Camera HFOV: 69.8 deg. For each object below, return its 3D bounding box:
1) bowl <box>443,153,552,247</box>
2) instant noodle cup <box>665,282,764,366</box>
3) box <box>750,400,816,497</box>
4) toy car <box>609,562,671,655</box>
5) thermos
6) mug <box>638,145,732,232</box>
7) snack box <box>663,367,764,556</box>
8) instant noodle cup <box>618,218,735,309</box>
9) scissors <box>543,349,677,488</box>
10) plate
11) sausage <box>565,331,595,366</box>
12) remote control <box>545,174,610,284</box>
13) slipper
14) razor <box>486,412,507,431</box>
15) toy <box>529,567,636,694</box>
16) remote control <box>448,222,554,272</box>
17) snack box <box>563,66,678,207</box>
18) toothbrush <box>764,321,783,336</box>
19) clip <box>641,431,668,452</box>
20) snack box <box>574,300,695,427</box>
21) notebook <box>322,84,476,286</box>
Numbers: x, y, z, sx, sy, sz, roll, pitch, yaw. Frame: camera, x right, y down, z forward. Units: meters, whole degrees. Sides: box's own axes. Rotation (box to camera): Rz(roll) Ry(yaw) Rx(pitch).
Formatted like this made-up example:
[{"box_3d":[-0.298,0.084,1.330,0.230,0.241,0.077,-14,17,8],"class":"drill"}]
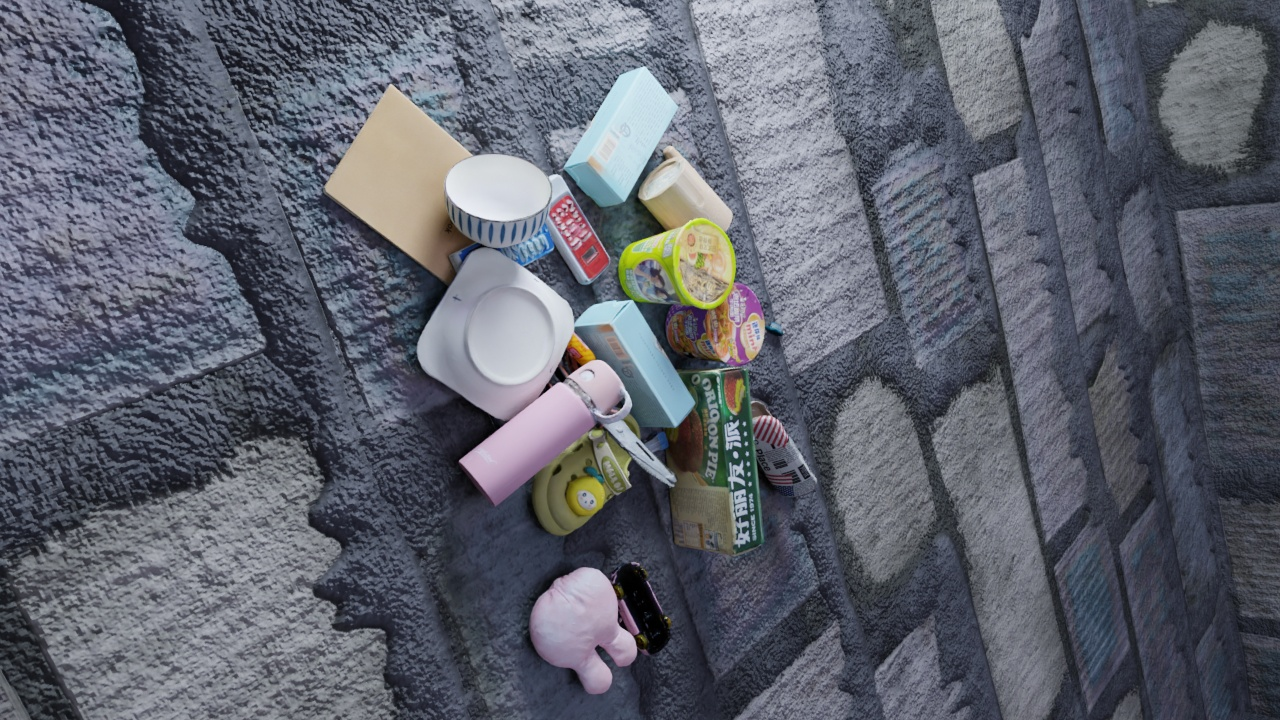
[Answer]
[{"box_3d":[-0.157,-0.167,1.008,0.116,0.116,0.066,-39,156,-36],"class":"bowl"},{"box_3d":[0.095,-0.047,1.233,0.111,0.099,0.111,0,90,-42],"class":"instant noodle cup"},{"box_3d":[0.202,0.136,1.333,0.076,0.087,0.163,-43,120,-17],"class":"box"},{"box_3d":[-0.003,0.318,1.178,0.056,0.037,0.122,-28,94,-42],"class":"toy car"},{"box_3d":[-0.100,0.083,1.028,0.198,0.087,0.067,-37,142,-16],"class":"thermos"},{"box_3d":[0.061,-0.220,1.231,0.103,0.084,0.124,44,37,-30],"class":"mug"},{"box_3d":[0.092,0.130,1.215,0.063,0.115,0.240,-8,93,-41],"class":"snack box"},{"box_3d":[0.039,-0.118,1.170,0.111,0.124,0.111,0,90,-43],"class":"instant noodle cup"},{"box_3d":[-0.030,0.065,1.113,0.208,0.015,0.185,17,52,-23],"class":"scissors"},{"box_3d":[-0.151,-0.027,1.019,0.163,0.034,0.164,36,72,-32],"class":"plate"},{"box_3d":[-0.107,-0.049,1.089,0.165,0.022,0.021,48,58,-17],"class":"sausage"},{"box_3d":[-0.086,-0.160,1.128,0.055,0.020,0.136,-47,118,-32],"class":"remote control"},{"box_3d":[-0.052,0.129,1.111,0.190,0.082,0.091,-47,116,-35],"class":"slipper"},{"box_3d":[-0.185,0.022,1.032,0.042,0.022,0.143,-35,112,-28],"class":"razor"},{"box_3d":[-0.067,0.327,1.106,0.121,0.054,0.159,-40,114,-27],"class":"toy"},{"box_3d":[-0.157,-0.124,1.048,0.124,0.024,0.049,-33,109,-33],"class":"remote control"},{"box_3d":[-0.023,-0.284,1.167,0.074,0.052,0.174,44,62,-33],"class":"snack box"},{"box_3d":[0.148,-0.070,1.339,0.191,0.016,0.018,22,64,-40],"class":"toothbrush"},{"box_3d":[0.010,0.113,1.208,0.058,0.038,0.026,-23,106,-41],"class":"clip"},{"box_3d":[-0.007,0.007,1.157,0.051,0.074,0.175,-48,119,-32],"class":"snack box"},{"box_3d":[-0.228,-0.179,1.010,0.207,0.008,0.147,39,64,-34],"class":"notebook"}]
